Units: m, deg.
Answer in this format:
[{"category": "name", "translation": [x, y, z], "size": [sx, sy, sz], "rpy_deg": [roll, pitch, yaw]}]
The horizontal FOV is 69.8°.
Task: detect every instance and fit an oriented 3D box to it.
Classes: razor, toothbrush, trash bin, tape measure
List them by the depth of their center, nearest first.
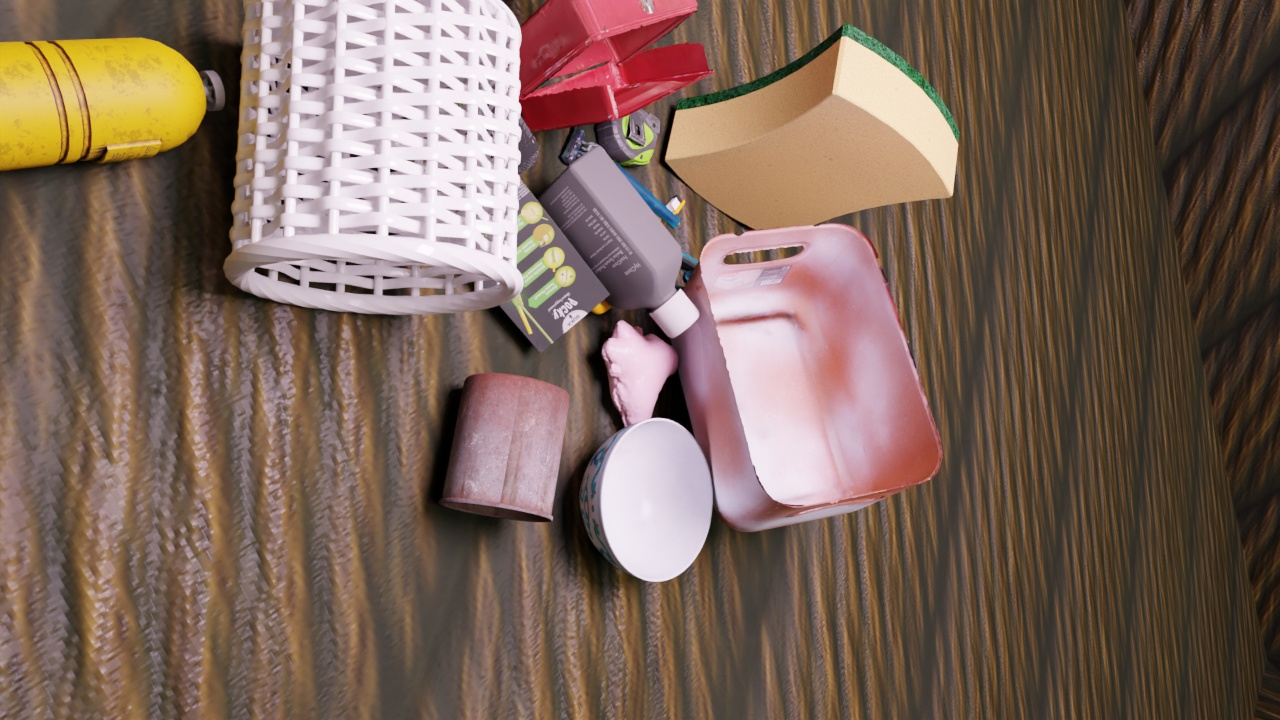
[{"category": "trash bin", "translation": [0.143, 0.024, 0.879], "size": [0.181, 0.158, 0.259], "rpy_deg": [-8, 70, -17]}, {"category": "razor", "translation": [-0.013, -0.173, 0.895], "size": [0.144, 0.022, 0.042], "rpy_deg": [34, 63, -29]}, {"category": "tape measure", "translation": [-0.010, -0.224, 0.906], "size": [0.065, 0.036, 0.058], "rpy_deg": [16, 75, -44]}, {"category": "toothbrush", "translation": [0.000, -0.108, 0.911], "size": [0.031, 0.031, 0.196], "rpy_deg": [54, 47, -20]}]

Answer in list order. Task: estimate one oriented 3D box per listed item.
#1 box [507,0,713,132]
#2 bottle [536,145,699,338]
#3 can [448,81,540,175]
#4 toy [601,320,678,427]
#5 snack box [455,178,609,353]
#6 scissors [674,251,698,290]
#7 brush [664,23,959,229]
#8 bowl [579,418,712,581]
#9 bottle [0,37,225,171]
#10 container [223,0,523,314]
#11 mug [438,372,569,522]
[{"category": "box", "translation": [-0.035, -0.283, 0.823], "size": [0.157, 0.136, 0.117], "rpy_deg": [-40, 117, -42]}, {"category": "bottle", "translation": [-0.014, -0.096, 0.819], "size": [0.174, 0.084, 0.046], "rpy_deg": [50, 51, -7]}, {"category": "can", "translation": [-0.138, -0.216, 0.762], "size": [0.053, 0.054, 0.138], "rpy_deg": [-52, 121, -35]}, {"category": "toy", "translation": [-0.005, 0.005, 0.872], "size": [0.096, 0.053, 0.098], "rpy_deg": [53, 54, -37]}, {"category": "snack box", "translation": [-0.101, -0.087, 0.777], "size": [0.080, 0.025, 0.147], "rpy_deg": [-40, 119, -4]}, {"category": "scissors", "translation": [0.063, -0.087, 0.978], "size": [0.130, 0.019, 0.151], "rpy_deg": [-47, 117, -37]}, {"category": "brush", "translation": [0.173, -0.218, 0.937], "size": [0.195, 0.251, 0.075], "rpy_deg": [26, 67, -36]}, {"category": "bowl", "translation": [-0.008, 0.126, 0.841], "size": [0.143, 0.074, 0.144], "rpy_deg": [7, 81, -45]}, {"category": "bottle", "translation": [-0.333, -0.153, 0.546], "size": [0.163, 0.071, 0.071], "rpy_deg": [-23, 102, -44]}, {"category": "container", "translation": [-0.174, -0.139, 0.620], "size": [0.189, 0.190, 0.186], "rpy_deg": [7, 79, -45]}, {"category": "mug", "translation": [-0.104, 0.076, 0.751], "size": [0.123, 0.096, 0.110], "rpy_deg": [64, 38, -72]}]
